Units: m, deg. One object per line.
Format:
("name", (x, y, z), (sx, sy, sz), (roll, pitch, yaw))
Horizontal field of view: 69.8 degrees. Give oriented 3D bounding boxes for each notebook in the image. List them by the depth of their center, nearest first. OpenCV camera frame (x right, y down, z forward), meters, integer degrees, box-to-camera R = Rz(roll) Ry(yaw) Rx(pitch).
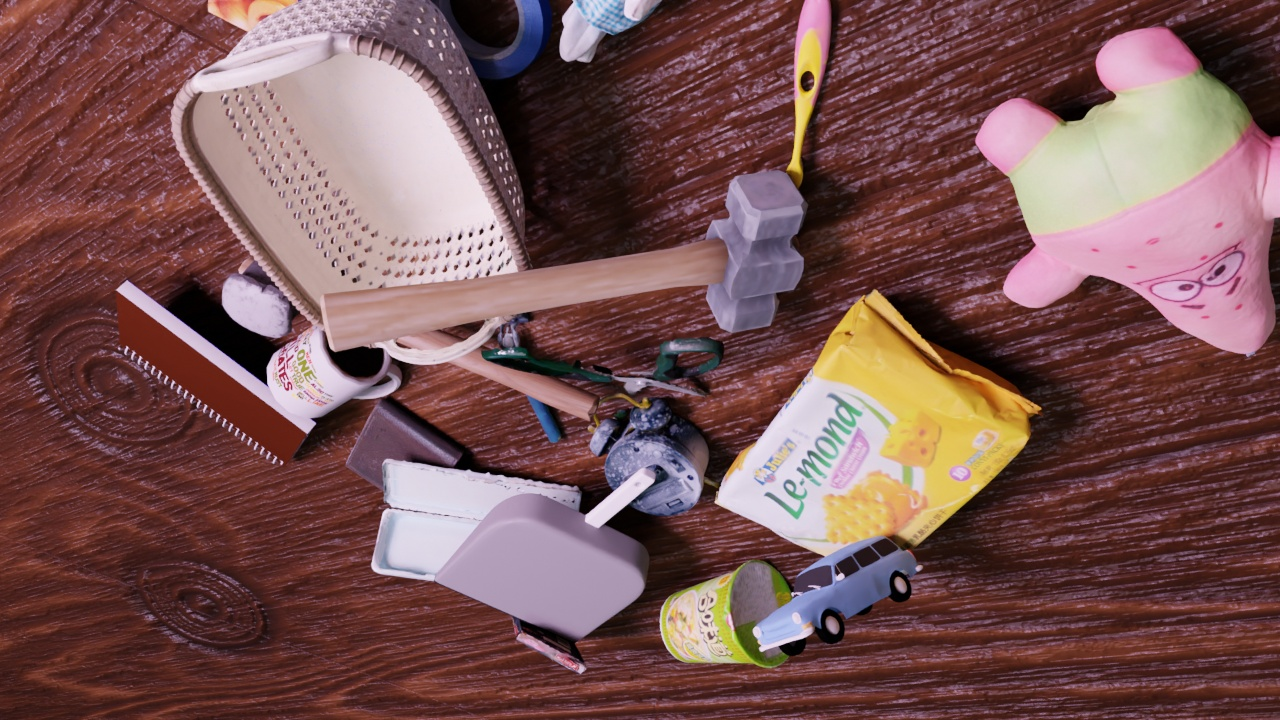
("notebook", (-0.428, 0.023, 0.918), (0.209, 0.022, 0.172), (40, 149, -11))

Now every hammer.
("hammer", (-0.045, -0.052, 0.617), (0.322, 0.051, 0.117), (-11, 142, -15))
("hammer", (-0.189, -0.021, 0.783), (0.328, 0.097, 0.052), (21, 130, 2))

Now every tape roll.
("tape roll", (-0.108, -0.241, 0.634), (0.092, 0.016, 0.093), (-20, 116, 32))

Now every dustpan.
("dustpan", (-0.063, 0.173, 0.846), (0.163, 0.033, 0.258), (29, 133, -18))

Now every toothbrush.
("toothbrush", (0.109, -0.175, 0.604), (0.021, 0.016, 0.136), (12, 126, 14))

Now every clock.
("clock", (0.007, 0.081, 0.811), (0.090, 0.052, 0.129), (-28, 113, 35))

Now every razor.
("razor", (-0.100, 0.019, 0.825), (0.042, 0.022, 0.144), (-3, 125, 24))

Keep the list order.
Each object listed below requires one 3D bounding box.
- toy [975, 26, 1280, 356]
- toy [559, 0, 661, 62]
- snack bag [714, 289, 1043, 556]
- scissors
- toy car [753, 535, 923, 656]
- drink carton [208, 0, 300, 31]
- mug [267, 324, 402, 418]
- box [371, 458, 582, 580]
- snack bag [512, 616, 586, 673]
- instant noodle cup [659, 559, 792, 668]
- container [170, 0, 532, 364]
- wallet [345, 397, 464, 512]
("toy", (0.314, -0.080, 0.549), (0.236, 0.096, 0.193), (42, 137, -22))
("toy", (0.023, -0.238, 0.542), (0.105, 0.130, 0.206), (29, 139, -23))
("snack bag", (0.179, 0.067, 0.724), (0.159, 0.068, 0.248), (29, 131, -2))
("scissors", (-0.004, 0.004, 0.702), (0.201, 0.015, 0.205), (12, 163, -33))
("toy car", (0.148, 0.175, 0.693), (0.056, 0.153, 0.054), (-40, 70, 48))
("drink carton", (-0.240, -0.254, 0.660), (0.130, 0.040, 0.064), (27, 131, 0))
("mug", (-0.278, 0.009, 0.860), (0.090, 0.073, 0.105), (-26, 141, 34))
("box", (-0.163, 0.168, 0.912), (0.197, 0.075, 0.126), (8, 121, -2))
("snack bag", (-0.100, 0.289, 0.970), (0.074, 0.018, 0.155), (31, 171, -7))
("instant noodle cup", (0.081, 0.252, 0.891), (0.108, 0.098, 0.099), (-26, 113, 43))
("container", (-0.179, -0.129, 0.631), (0.185, 0.142, 0.246), (-9, 137, 12))
("wallet", (-0.244, 0.102, 0.938), (0.099, 0.031, 0.120), (36, 132, -5))
